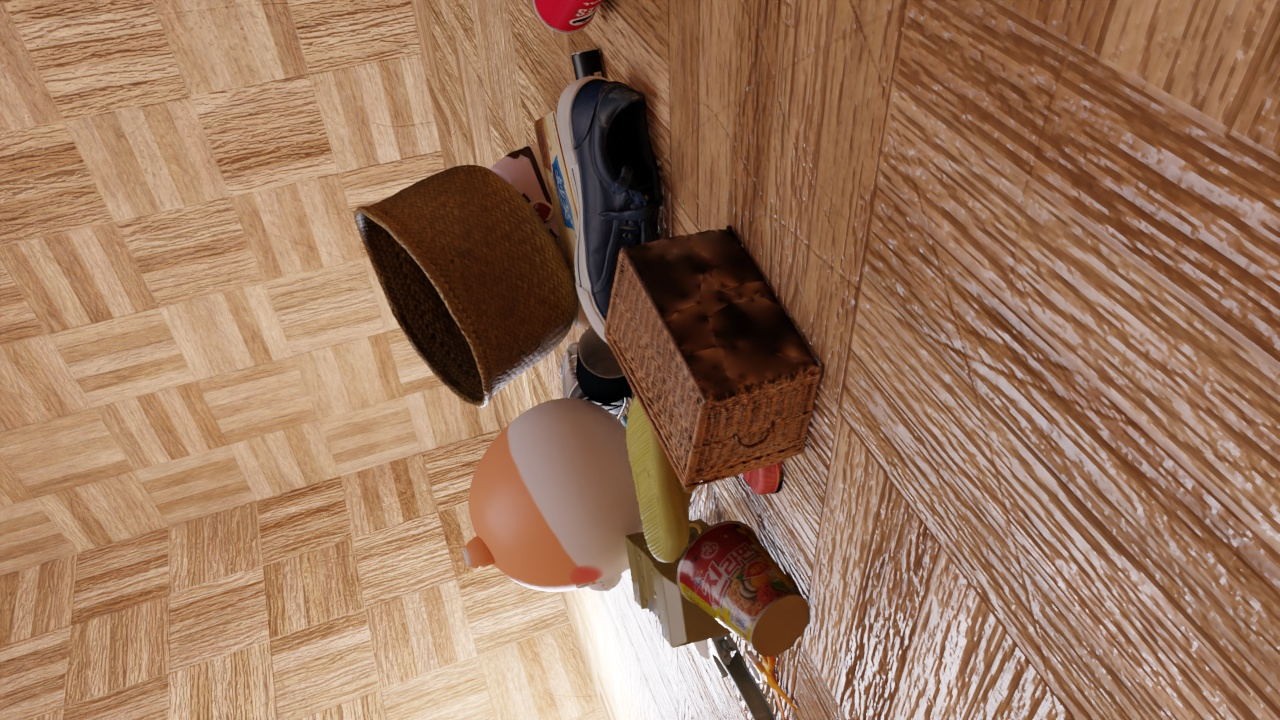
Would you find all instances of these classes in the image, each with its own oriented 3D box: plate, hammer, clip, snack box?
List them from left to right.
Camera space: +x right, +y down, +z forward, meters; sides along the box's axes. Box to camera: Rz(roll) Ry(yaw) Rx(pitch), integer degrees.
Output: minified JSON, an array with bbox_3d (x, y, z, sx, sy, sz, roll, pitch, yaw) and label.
[{"bbox_3d":[-0.077,-0.217,1.176,0.153,0.055,0.207,-150,46,-71],"label":"snack box"},{"bbox_3d":[0.038,0.138,1.062,0.190,0.100,0.325,-161,62,-73],"label":"hammer"},{"bbox_3d":[0.073,0.341,1.211,0.104,0.026,0.104,-1,-94,-88],"label":"plate"},{"bbox_3d":[0.125,0.390,1.095,0.164,0.031,0.169,52,167,39],"label":"clip"}]

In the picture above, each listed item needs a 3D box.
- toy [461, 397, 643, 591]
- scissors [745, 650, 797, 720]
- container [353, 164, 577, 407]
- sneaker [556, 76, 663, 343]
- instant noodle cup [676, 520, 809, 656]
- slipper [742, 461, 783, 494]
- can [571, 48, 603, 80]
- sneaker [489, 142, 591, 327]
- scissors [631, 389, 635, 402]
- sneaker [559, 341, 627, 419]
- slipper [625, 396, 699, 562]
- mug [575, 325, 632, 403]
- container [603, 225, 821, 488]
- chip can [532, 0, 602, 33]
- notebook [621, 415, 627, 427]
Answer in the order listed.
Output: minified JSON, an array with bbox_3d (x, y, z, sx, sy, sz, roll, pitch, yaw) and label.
[{"bbox_3d":[-0.105,0.194,1.255,0.265,0.281,0.262,58,-176,10],"label":"toy"},{"bbox_3d":[0.146,0.358,1.041,0.131,0.011,0.125,-175,68,-76],"label":"scissors"},{"bbox_3d":[-0.230,-0.112,1.275,0.307,0.196,0.308,45,156,26],"label":"container"},{"bbox_3d":[-0.009,-0.140,0.951,0.127,0.120,0.295,21,127,45],"label":"sneaker"},{"bbox_3d":[0.106,0.228,0.904,0.112,0.100,0.100,37,142,55],"label":"instant noodle cup"},{"bbox_3d":[0.062,0.029,0.906,0.104,0.059,0.248,92,156,-52],"label":"slipper"},{"bbox_3d":[-0.055,-0.308,1.037,0.031,0.031,0.080,-148,43,-70],"label":"can"},{"bbox_3d":[-0.150,-0.181,1.370,0.112,0.116,0.293,149,104,-76],"label":"sneaker"},{"bbox_3d":[-0.008,-0.001,1.132,0.119,0.019,0.151,-17,-79,-82],"label":"scissors"},{"bbox_3d":[-0.085,0.026,1.441,0.257,0.093,0.160,108,152,-64],"label":"sneaker"},{"bbox_3d":[0.036,0.111,0.948,0.092,0.081,0.190,117,149,-62],"label":"slipper"},{"bbox_3d":[-0.030,0.018,1.230,0.121,0.085,0.095,39,156,13],"label":"mug"},{"bbox_3d":[0.057,-0.008,0.771,0.113,0.113,0.198,98,151,-49],"label":"container"},{"bbox_3d":[-0.051,-0.378,0.869,0.221,0.069,0.069,-171,66,-74],"label":"chip can"},{"bbox_3d":[0.019,0.230,1.398,0.181,0.009,0.253,89,160,-46],"label":"notebook"}]
